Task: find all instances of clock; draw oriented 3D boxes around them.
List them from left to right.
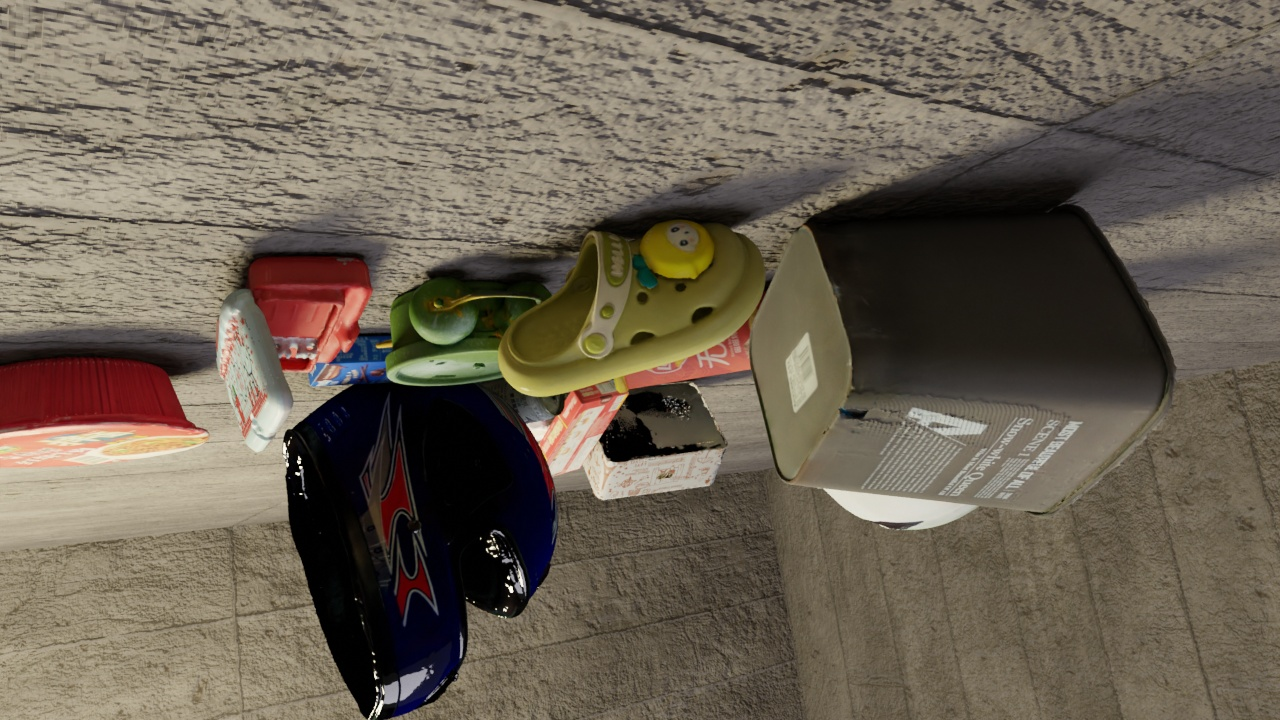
[{"bbox_3d":[-0.128,-0.024,0.689,0.116,0.056,0.162,-2,167,-34],"label":"clock"}]

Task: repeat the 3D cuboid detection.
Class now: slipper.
[{"bbox_3d":[-0.012,-0.041,0.598,0.190,0.091,0.082,-23,137,5],"label":"slipper"}]

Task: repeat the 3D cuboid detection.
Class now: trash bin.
[{"bbox_3d":[0.214,0.001,0.675,0.219,0.198,0.199,1,141,-14],"label":"trash bin"}]

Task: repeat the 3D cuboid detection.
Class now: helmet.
[{"bbox_3d":[-0.199,0.161,0.907,0.239,0.315,0.248,-13,161,-31],"label":"helmet"},{"bbox_3d":[0.335,0.105,1.047,0.259,0.146,0.228,-47,171,25],"label":"helmet"}]

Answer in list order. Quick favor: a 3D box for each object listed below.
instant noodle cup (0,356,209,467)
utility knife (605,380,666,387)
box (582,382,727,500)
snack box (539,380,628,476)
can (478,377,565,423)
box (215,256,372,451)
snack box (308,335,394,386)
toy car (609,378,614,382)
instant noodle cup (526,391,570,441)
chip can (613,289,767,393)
[{"bbox_3d":[-0.459,0.042,0.749,0.194,0.065,0.194,-8,168,-2],"label":"instant noodle cup"},{"bbox_3d":[-0.018,0.023,1.135,0.031,0.020,0.195,-11,174,27],"label":"utility knife"},{"bbox_3d":[-0.015,0.089,1.265,0.179,0.130,0.272,-5,-163,-23],"label":"box"},{"bbox_3d":[-0.078,0.085,1.104,0.075,0.025,0.153,-12,145,-42],"label":"snack box"},{"bbox_3d":[-0.161,0.049,1.031,0.147,0.058,0.058,-13,168,24],"label":"can"},{"bbox_3d":[-0.244,0.006,0.635,0.095,0.101,0.202,-2,168,-27],"label":"box"},{"bbox_3d":[-0.208,-0.001,0.819,0.157,0.026,0.085,-2,167,-29],"label":"snack box"},{"bbox_3d":[-0.006,0.006,0.939,0.054,0.037,0.121,-1,-179,-30],"label":"toy car"},{"bbox_3d":[-0.156,0.071,1.147,0.174,0.060,0.137,-16,167,29],"label":"instant noodle cup"},{"bbox_3d":[0.080,-0.024,0.813,0.216,0.073,0.073,-10,169,2],"label":"chip can"}]
